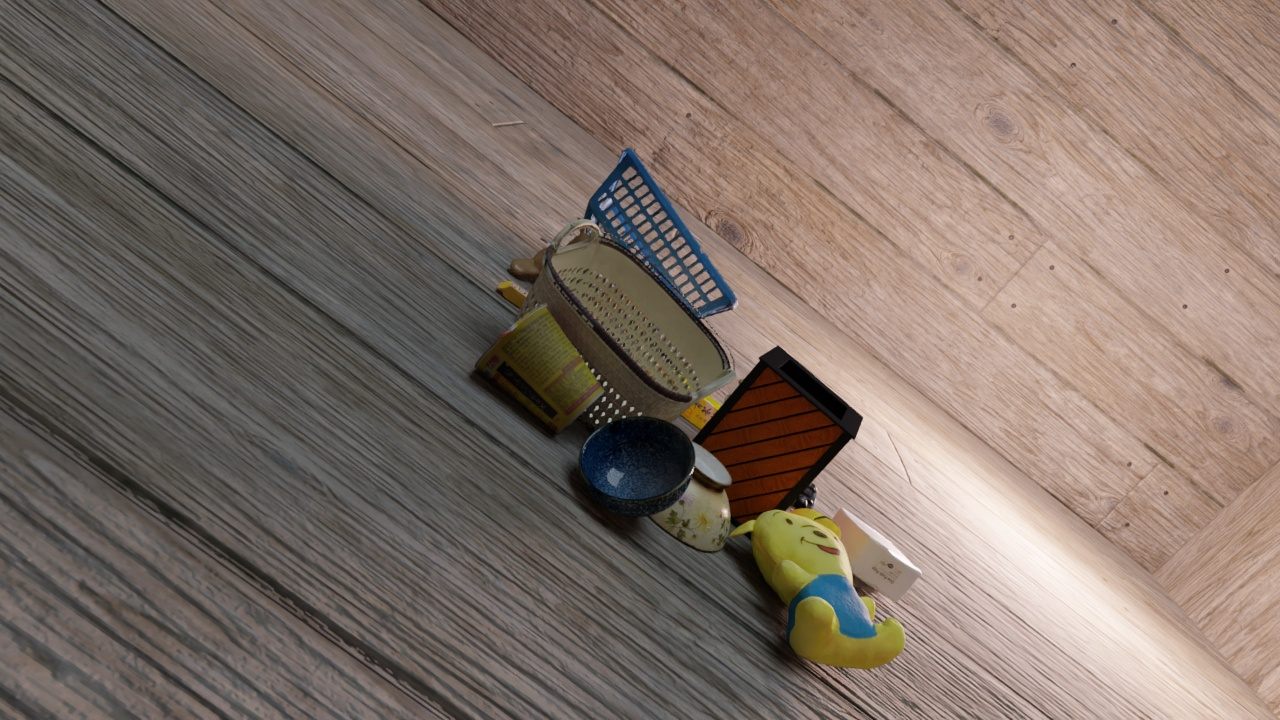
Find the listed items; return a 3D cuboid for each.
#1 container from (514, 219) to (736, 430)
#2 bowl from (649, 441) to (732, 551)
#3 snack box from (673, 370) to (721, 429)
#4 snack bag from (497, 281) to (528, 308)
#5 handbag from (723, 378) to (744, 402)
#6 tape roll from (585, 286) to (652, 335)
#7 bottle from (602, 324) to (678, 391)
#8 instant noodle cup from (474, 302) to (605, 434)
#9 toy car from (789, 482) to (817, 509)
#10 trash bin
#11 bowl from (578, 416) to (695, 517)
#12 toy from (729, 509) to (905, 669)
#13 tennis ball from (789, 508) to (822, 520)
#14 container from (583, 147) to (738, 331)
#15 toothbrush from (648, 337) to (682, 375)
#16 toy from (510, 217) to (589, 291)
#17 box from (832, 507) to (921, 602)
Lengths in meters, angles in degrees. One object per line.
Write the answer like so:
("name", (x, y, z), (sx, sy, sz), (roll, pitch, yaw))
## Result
("container", (-0.025, -0.024, 1.049), (0.251, 0.144, 0.184), (47, 32, 10))
("bowl", (0.052, 0.132, 0.995), (0.145, 0.063, 0.145), (34, 17, -12))
("snack box", (0.081, 0.066, 1.283), (0.148, 0.040, 0.028), (36, 16, -7))
("snack bag", (-0.144, -0.073, 1.209), (0.099, 0.020, 0.026), (36, 15, -10))
("handbag", (0.193, 0.092, 1.398), (0.119, 0.081, 0.111), (33, 10, -15))
("tape roll", (-0.032, -0.054, 1.269), (0.094, 0.094, 0.027), (31, 18, -26))
("bottle", (-0.007, 0.007, 1.202), (0.067, 0.068, 0.157), (19, 25, -49))
("instant noodle cup", (-0.098, 0.014, 0.957), (0.112, 0.100, 0.100), (47, 16, -1))
("toy car", (0.187, 0.166, 1.239), (0.113, 0.041, 0.048), (28, 58, -14))
("trash bin", (0.156, 0.098, 1.119), (0.139, 0.172, 0.139), (41, 16, 9))
("bowl", (-0.002, 0.114, 0.906), (0.114, 0.061, 0.114), (-2, 41, 1))
("toy", (0.179, 0.235, 0.962), (0.149, 0.084, 0.213), (27, 17, -25))
("tennis ball", (0.195, 0.209, 1.094), (0.065, 0.065, 0.065), (35, 16, -12))
("container", (0.005, -0.150, 1.366), (0.257, 0.089, 0.362), (55, -5, -3))
("toothbrush", (0.047, 0.007, 1.424), (0.013, 0.013, 0.167), (32, 15, -50))
("toy", (-0.106, -0.138, 1.330), (0.105, 0.108, 0.134), (65, 22, 10))
("box", (0.283, 0.265, 1.193), (0.107, 0.095, 0.102), (38, 4, -21))
